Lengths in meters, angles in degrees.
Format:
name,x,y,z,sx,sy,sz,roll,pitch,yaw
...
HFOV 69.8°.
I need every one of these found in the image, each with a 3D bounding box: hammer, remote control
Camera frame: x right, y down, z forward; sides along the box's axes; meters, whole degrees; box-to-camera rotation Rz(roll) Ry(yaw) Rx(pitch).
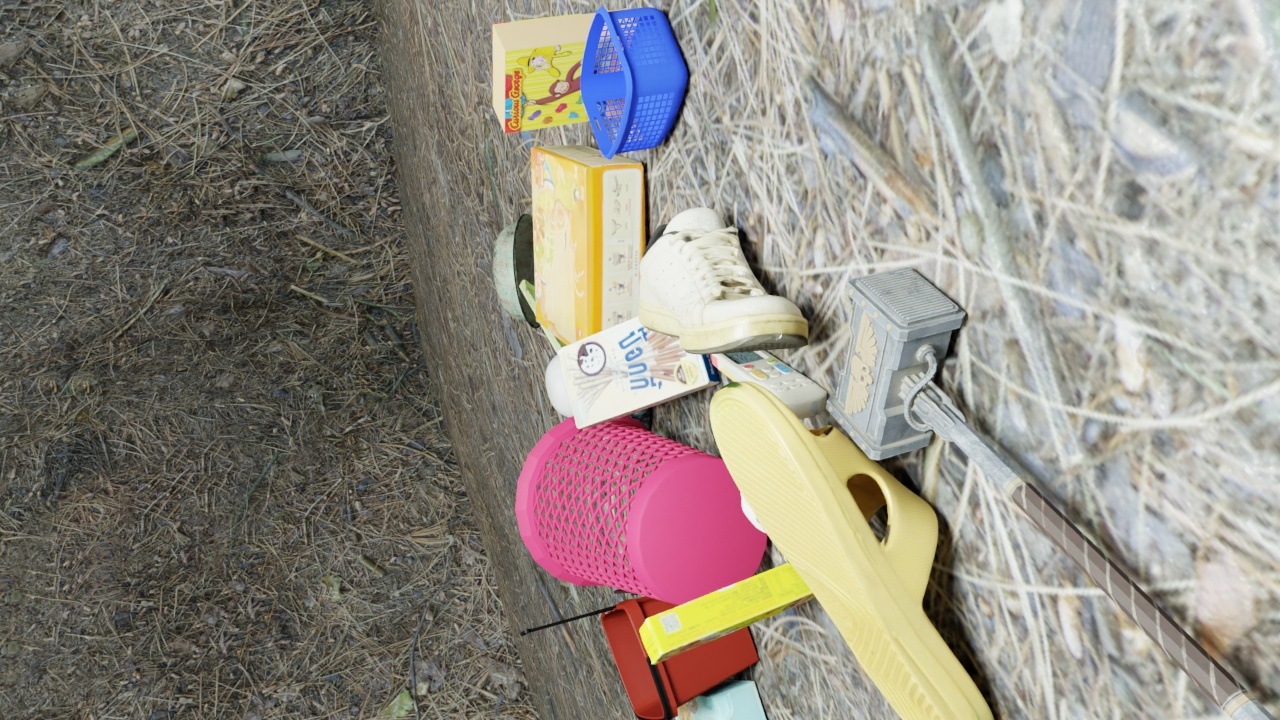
name,x,y,z,sx,sy,sz,roll,pitch,yaw
hammer,0.193,0.077,0.425,0.322,0.044,0.099,-124,27,-47
remote control,0.094,0.012,0.689,0.125,0.038,0.018,-138,40,-61

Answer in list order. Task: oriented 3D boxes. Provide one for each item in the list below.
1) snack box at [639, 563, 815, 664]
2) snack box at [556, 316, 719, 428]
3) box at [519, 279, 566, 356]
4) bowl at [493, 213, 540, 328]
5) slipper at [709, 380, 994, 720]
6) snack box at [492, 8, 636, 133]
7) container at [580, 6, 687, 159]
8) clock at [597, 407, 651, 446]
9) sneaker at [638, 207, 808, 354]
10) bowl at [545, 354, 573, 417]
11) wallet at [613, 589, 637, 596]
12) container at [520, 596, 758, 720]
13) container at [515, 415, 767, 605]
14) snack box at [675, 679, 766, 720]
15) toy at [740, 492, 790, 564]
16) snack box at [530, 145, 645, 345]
name,x,y,z,sx,sy,sz,roll,pitch,yaw
snack box,0.073,0.190,0.705,0.040,0.147,0.029,107,142,-60
snack box,-0.005,0.005,0.857,0.150,0.026,0.082,-20,79,30
box,-0.078,-0.046,1.153,0.188,0.089,0.078,56,173,43
bowl,-0.167,-0.122,1.266,0.157,0.038,0.157,-3,-91,-80
slipper,0.142,0.115,0.566,0.263,0.078,0.100,58,164,2
snack box,-0.068,-0.264,0.838,0.088,0.125,0.040,102,150,-53
container,-0.006,-0.236,0.779,0.114,0.058,0.096,120,134,-65
clock,-0.023,0.043,1.046,0.130,0.052,0.090,102,149,-55
sneaker,0.057,-0.064,0.693,0.241,0.088,0.102,-152,61,-71
bowl,-0.113,0.039,1.333,0.110,0.040,0.110,166,90,-72
wallet,0.019,0.234,0.991,0.116,0.091,0.018,142,114,-71
container,-0.003,0.295,0.915,0.148,0.200,0.127,123,128,-67
container,0.006,0.145,0.866,0.226,0.182,0.183,-1,102,64
snack box,0.083,0.382,0.971,0.175,0.053,0.075,127,127,-69
toy,0.111,0.104,0.678,0.112,0.067,0.087,-122,24,-67
snack box,-0.051,-0.117,0.951,0.145,0.080,0.195,36,130,56
